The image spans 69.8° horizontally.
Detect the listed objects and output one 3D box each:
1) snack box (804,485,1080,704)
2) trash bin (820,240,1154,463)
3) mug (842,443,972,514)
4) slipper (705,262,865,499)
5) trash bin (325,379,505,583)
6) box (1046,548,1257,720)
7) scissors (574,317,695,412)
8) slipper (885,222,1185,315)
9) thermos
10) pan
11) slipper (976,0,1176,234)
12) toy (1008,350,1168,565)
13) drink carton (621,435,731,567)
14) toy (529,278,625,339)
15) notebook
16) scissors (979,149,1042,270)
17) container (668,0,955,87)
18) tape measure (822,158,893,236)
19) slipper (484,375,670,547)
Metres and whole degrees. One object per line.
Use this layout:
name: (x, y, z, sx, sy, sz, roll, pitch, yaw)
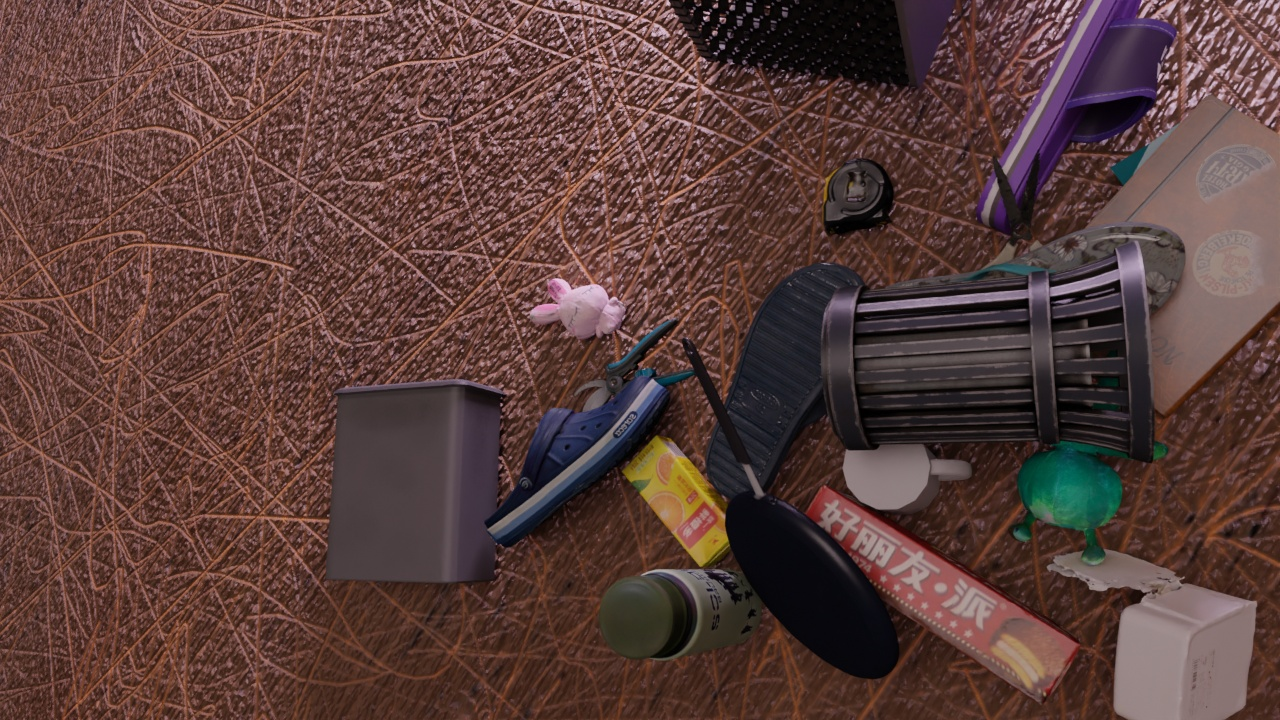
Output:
snack box: (0.257, 0.198, 0.801, 0.236, 0.113, 0.060, 31, 92, 27)
trash bin: (0.271, 0.000, 0.731, 0.228, 0.164, 0.164, -4, 77, 25)
mug: (0.247, 0.101, 0.840, 0.105, 0.089, 0.073, -5, 76, 24)
slipper: (0.148, 0.021, 0.916, 0.101, 0.082, 0.264, 36, 114, 28)
trash bin: (-0.261, 0.142, 1.062, 0.192, 0.097, 0.219, -5, 78, 24)
box: (0.398, 0.211, 0.740, 0.137, 0.108, 0.128, 10, 104, 54)
scissors: (-0.001, 0.009, 1.014, 0.157, 0.019, 0.124, 10, 82, 25)
slipper: (0.336, -0.046, 0.818, 0.269, 0.054, 0.098, -14, 111, 37)
thermos: (0.037, 0.226, 0.830, 0.082, 0.231, 0.082, -5, 77, 24)
pan: (0.110, 0.135, 0.793, 0.021, 0.356, 0.199, -34, 19, -23)
slipper: (0.413, -0.229, 0.829, 0.084, 0.107, 0.267, 33, 99, 28)
toy: (0.375, 0.075, 0.792, 0.131, 0.072, 0.193, 8, 79, 43)
drink carton: (0.047, 0.146, 0.950, 0.058, 0.043, 0.134, -48, 63, 11)
toy: (-0.073, -0.059, 1.047, 0.110, 0.047, 0.063, 13, 76, 30)
notebook: (0.475, -0.102, 0.797, 0.178, 0.014, 0.250, 46, 110, 25)
scissors: (0.341, -0.098, 0.828, 0.158, 0.012, 0.163, 44, 129, 3)
container: (0.185, -0.433, 0.904, 0.244, 0.245, 0.247, 21, 88, 23)
tape measure: (0.222, -0.168, 0.939, 0.072, 0.042, 0.072, -7, 73, 26)
slipper: (-0.081, 0.100, 0.977, 0.253, 0.105, 0.095, -42, 84, 14)
